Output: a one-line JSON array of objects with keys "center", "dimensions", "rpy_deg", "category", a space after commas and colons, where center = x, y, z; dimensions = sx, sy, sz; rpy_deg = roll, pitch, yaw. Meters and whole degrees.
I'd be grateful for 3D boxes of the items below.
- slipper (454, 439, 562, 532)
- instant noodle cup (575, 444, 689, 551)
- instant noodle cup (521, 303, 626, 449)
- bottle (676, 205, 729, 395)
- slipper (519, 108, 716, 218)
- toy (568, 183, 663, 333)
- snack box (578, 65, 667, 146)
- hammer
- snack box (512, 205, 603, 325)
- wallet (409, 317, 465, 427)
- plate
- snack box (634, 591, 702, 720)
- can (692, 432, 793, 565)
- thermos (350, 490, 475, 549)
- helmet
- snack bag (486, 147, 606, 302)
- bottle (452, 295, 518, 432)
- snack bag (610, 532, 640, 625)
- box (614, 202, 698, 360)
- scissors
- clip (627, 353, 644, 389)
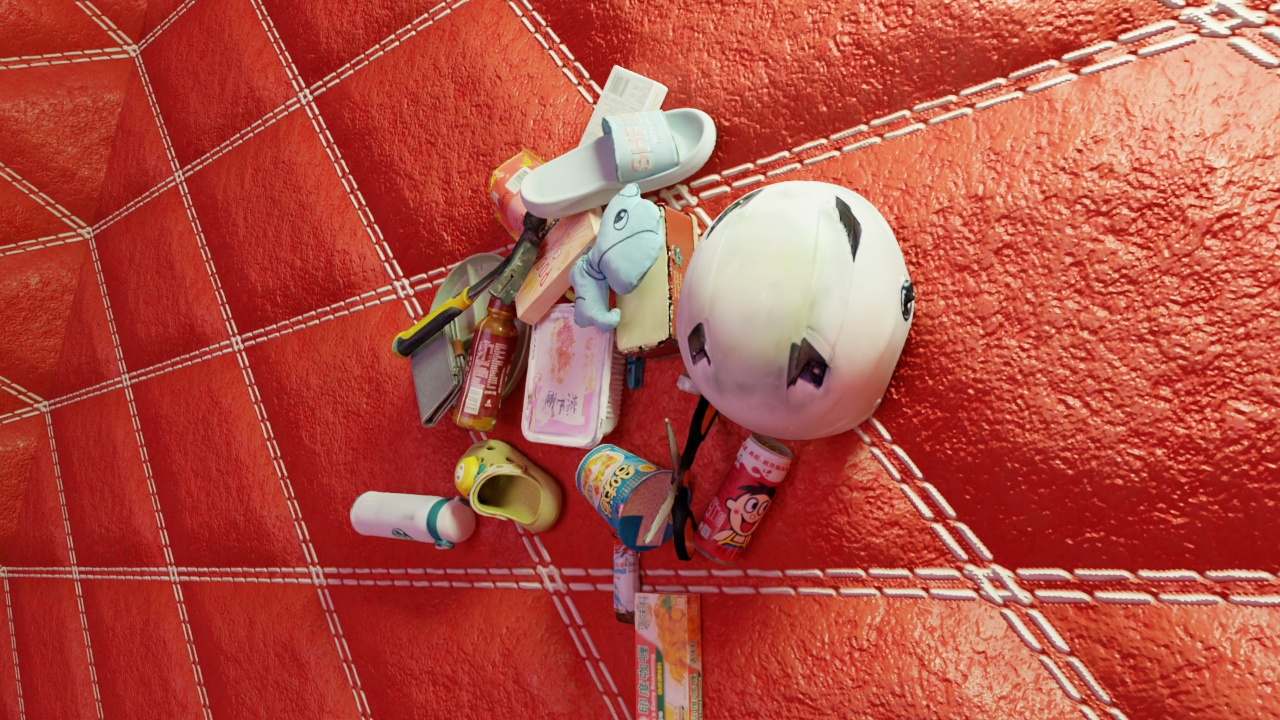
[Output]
[{"center": [-0.183, 0.160, 1.188], "dimensions": [0.191, 0.081, 0.091], "rpy_deg": [20, 94, 39], "category": "slipper"}, {"center": [-0.016, 0.146, 1.037], "dimensions": [0.110, 0.099, 0.099], "rpy_deg": [30, 103, 49], "category": "instant noodle cup"}, {"center": [-0.074, 0.019, 1.126], "dimensions": [0.138, 0.060, 0.173], "rpy_deg": [2, 85, 42], "category": "instant noodle cup"}, {"center": [0.086, -0.063, 1.000], "dimensions": [0.060, 0.059, 0.206], "rpy_deg": [23, 99, 41], "category": "bottle"}, {"center": [-0.033, -0.242, 1.075], "dimensions": [0.246, 0.074, 0.104], "rpy_deg": [-19, 50, 9], "category": "slipper"}, {"center": [-0.025, -0.114, 1.021], "dimensions": [0.157, 0.049, 0.161], "rpy_deg": [-19, 69, 39], "category": "toy"}, {"center": [-0.032, -0.286, 1.161], "dimensions": [0.085, 0.026, 0.157], "rpy_deg": [36, 107, 39], "category": "snack box"}, {"center": [-0.239, -0.078, 1.218], "dimensions": [0.324, 0.032, 0.125], "rpy_deg": [-30, 36, 39], "category": "hammer"}, {"center": [-0.101, -0.124, 1.128], "dimensions": [0.158, 0.026, 0.084], "rpy_deg": [-43, 41, 27], "category": "snack box"}, {"center": [-0.279, 0.014, 1.285], "dimensions": [0.107, 0.037, 0.129], "rpy_deg": [-44, 45, 26], "category": "wallet"}, {"center": [-0.227, -0.038, 1.293], "dimensions": [0.231, 0.027, 0.230], "rpy_deg": [-8, 78, 41], "category": "plate"}, {"center": [0.031, 0.333, 1.004], "dimensions": [0.077, 0.027, 0.155], "rpy_deg": [-10, 76, 41], "category": "snack box"}, {"center": [0.106, 0.143, 0.951], "dimensions": [0.053, 0.053, 0.133], "rpy_deg": [38, 108, 39], "category": "can"}, {"center": [-0.324, 0.226, 1.308], "dimensions": [0.225, 0.073, 0.073], "rpy_deg": [-4, 80, 41], "category": "thermos"}, {"center": [0.131, -0.055, 0.864], "dimensions": [0.229, 0.145, 0.258], "rpy_deg": [12, 92, 25], "category": "helmet"}, {"center": [-0.115, -0.182, 1.198], "dimensions": [0.208, 0.073, 0.129], "rpy_deg": [43, 115, 29], "category": "snack bag"}, {"center": [-0.199, 0.004, 1.203], "dimensions": [0.057, 0.057, 0.175], "rpy_deg": [19, 96, 42], "category": "bottle"}, {"center": [-0.017, 0.252, 1.061], "dimensions": [0.048, 0.026, 0.104], "rpy_deg": [-11, 75, 52], "category": "snack bag"}, {"center": [0.012, -0.090, 1.056], "dimensions": [0.092, 0.077, 0.168], "rpy_deg": [-12, 74, 39], "category": "box"}, {"center": [0.042, 0.122, 0.940], "dimensions": [0.022, 0.229, 0.221], "rpy_deg": [9, 125, 19], "category": "scissors"}, {"center": [-0.006, 0.007, 1.095], "dimensions": [0.014, 0.046, 0.057], "rpy_deg": [1, 84, 41], "category": "clip"}]
